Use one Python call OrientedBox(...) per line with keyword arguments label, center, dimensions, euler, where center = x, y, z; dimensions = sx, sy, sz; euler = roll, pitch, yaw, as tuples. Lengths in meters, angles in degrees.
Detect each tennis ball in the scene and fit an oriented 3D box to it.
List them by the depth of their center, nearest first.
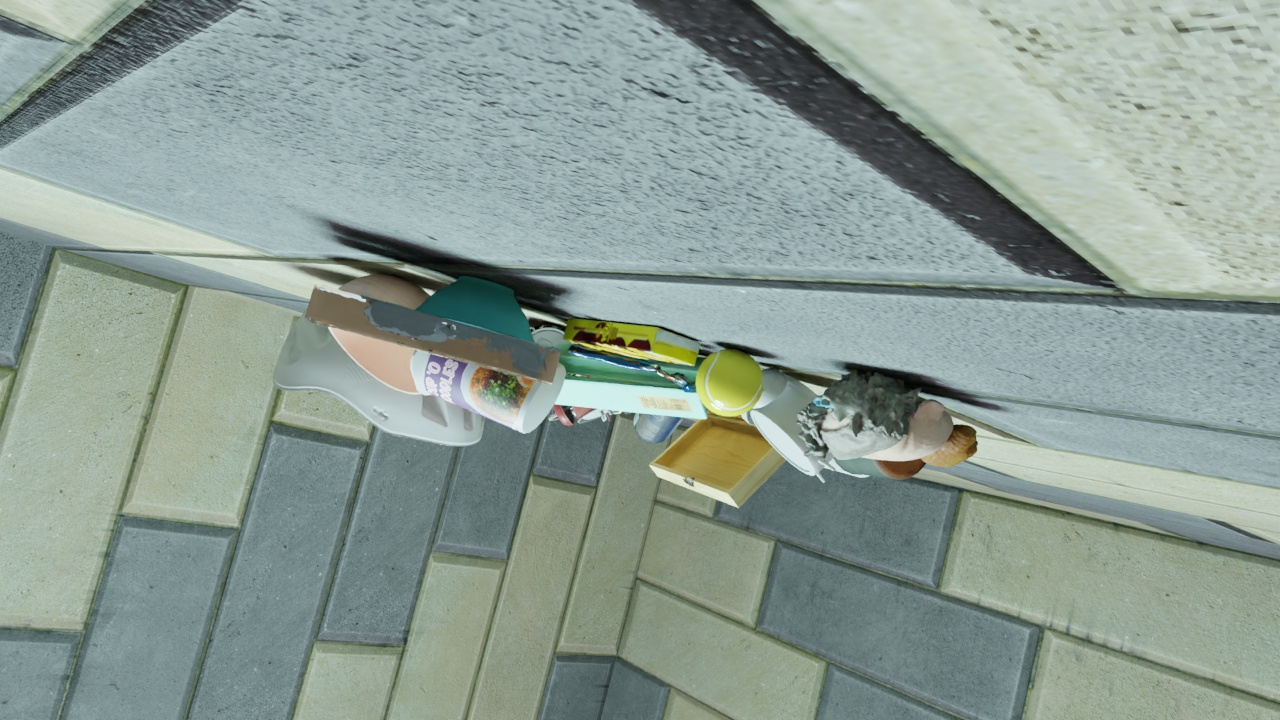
OrientedBox(label="tennis ball", center=(0.086, 0.021, 0.884), dimensions=(0.065, 0.065, 0.065), euler=(14, 175, 1))

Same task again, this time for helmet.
OrientedBox(label="helmet", center=(-0.327, 0.021, 1.217), dimensions=(0.282, 0.184, 0.224), euler=(40, -167, 1))

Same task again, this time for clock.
OrientedBox(label="clock", center=(0.156, 0.055, 0.982), dimensions=(0.159, 0.061, 0.120), euler=(45, 171, 14))
OrientedBox(label="clock", center=(-0.053, 0.051, 1.203), dimensions=(0.157, 0.062, 0.109), euler=(-29, 171, 32))

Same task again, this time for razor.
OrientedBox(label="razor", center=(-0.006, 0.005, 0.935), dimensions=(0.141, 0.018, 0.044), euler=(17, 174, 2))

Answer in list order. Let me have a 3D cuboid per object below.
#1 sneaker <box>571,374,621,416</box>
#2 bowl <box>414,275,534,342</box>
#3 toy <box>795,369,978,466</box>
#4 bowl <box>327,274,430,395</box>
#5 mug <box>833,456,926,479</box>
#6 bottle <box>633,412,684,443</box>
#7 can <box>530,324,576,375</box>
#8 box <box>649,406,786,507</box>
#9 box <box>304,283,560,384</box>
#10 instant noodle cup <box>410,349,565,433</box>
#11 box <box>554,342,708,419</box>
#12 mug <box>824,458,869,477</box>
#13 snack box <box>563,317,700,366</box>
OrientedBox(label="sneaker", center=(-0.106, 0.041, 1.486), dimensions=(0.091, 0.097, 0.245), euler=(11, 175, 36))
OrientedBox(label="bowl", center=(-0.152, -0.051, 0.872), dimensions=(0.121, 0.046, 0.121), euler=(14, 175, 1))
OrientedBox(label="toy", center=(0.229, 0.056, 0.826), dimensions=(0.175, 0.076, 0.133), euler=(18, 159, -23))
OrientedBox(label="bowl", center=(-0.272, -0.041, 1.025), dimensions=(0.153, 0.076, 0.153), euler=(24, 145, 18))
OrientedBox(label="mug", center=(0.275, 0.083, 1.008), dimensions=(0.110, 0.085, 0.081), euler=(-17, -174, -21))
OrientedBox(label="bottle", center=(0.035, 0.052, 1.154), dimensions=(0.056, 0.056, 0.161), euler=(15, 149, -9))
OrientedBox(label="can", center=(-0.119, -0.001, 1.145), dimensions=(0.080, 0.080, 0.146), euler=(15, 175, -8))
OrientedBox(label="box", center=(0.103, 0.086, 1.251), dimensions=(0.141, 0.184, 0.249), euler=(-7, -175, -22))
OrientedBox(label="box", center=(-0.186, -0.021, 0.835), dimensions=(0.216, 0.043, 0.151), euler=(15, 172, -11))
OrientedBox(label="instant noodle cup", center=(-0.154, 0.014, 0.967), dimensions=(0.122, 0.122, 0.136), euler=(29, -163, 13))
OrientedBox(label="box", center=(-0.018, 0.033, 1.018), dimensions=(0.189, 0.080, 0.077), euler=(6, -167, 16))
OrientedBox(label="mug", center=(0.268, 0.094, 1.174), dimensions=(0.096, 0.083, 0.120), euler=(17, 146, -30))
OrientedBox(label="snack box", center=(-0.012, -0.020, 0.937), dimensions=(0.061, 0.025, 0.149), euler=(19, 173, -40))
